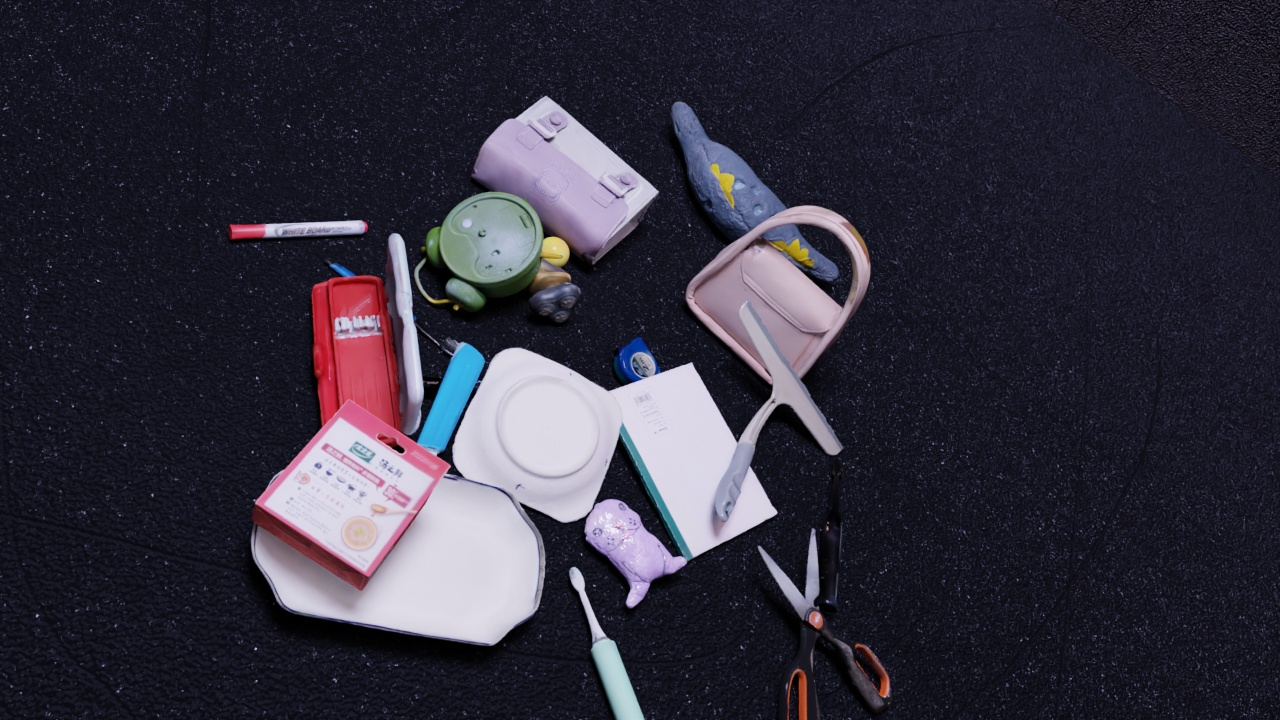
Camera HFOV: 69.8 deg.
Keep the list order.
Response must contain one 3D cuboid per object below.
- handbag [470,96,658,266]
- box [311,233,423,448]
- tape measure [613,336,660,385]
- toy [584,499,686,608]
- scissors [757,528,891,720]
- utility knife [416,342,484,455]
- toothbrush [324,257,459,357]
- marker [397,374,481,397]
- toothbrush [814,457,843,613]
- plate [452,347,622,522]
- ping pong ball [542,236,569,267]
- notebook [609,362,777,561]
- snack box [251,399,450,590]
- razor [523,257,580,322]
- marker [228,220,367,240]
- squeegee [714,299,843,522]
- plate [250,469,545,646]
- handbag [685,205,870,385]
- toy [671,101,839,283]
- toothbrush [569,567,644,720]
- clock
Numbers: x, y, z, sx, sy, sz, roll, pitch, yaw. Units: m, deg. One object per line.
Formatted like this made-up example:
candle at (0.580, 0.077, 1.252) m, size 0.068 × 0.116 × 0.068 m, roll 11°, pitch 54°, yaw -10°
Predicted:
handbag at (-0.095, -0.228, 1.176) m, size 0.197 × 0.099 × 0.144 m, roll 39°, pitch 52°, yaw 1°
box at (-0.266, -0.019, 0.896) m, size 0.112 × 0.100 × 0.201 m, roll -9°, pitch 60°, yaw -12°
tape measure at (-0.006, 0.006, 1.099) m, size 0.054 × 0.025 × 0.058 m, roll -33°, pitch 89°, yaw -40°
toy at (-0.015, 0.193, 0.951) m, size 0.083 × 0.039 × 0.108 m, roll -35°, pitch 81°, yaw -33°
scissors at (0.191, 0.301, 0.981) m, size 0.221 × 0.022 × 0.229 m, roll 39°, pitch 55°, yaw -13°
utility knife at (-0.199, 0.061, 0.914) m, size 0.034 × 0.018 × 0.208 m, roll 27°, pitch 44°, yaw -12°
toothbrush at (-0.266, -0.058, 1.000) m, size 0.189 × 0.016 × 0.014 m, roll 36°, pitch 39°, yaw -2°
marker at (-0.200, 0.030, 0.971) m, size 0.131 × 0.022 × 0.020 m, roll 6°, pitch 41°, yaw -29°
toothbrush at (0.230, 0.203, 1.100) m, size 0.027 × 0.026 × 0.212 m, roll 55°, pitch 36°, yaw -34°
plate at (-0.101, 0.072, 0.968) m, size 0.164 × 0.034 × 0.163 m, roll 26°, pitch 61°, yaw -11°
ping pong ball at (-0.108, -0.132, 1.130) m, size 0.040 × 0.040 × 0.040 m, roll 16°, pitch 51°, yaw -21°
notebook at (0.056, 0.110, 1.057) m, size 0.150 × 0.012 × 0.209 m, roll -18°, pitch 74°, yaw -39°
snack box at (-0.252, 0.116, 0.806) m, size 0.113 × 0.044 × 0.126 m, roll 34°, pitch 52°, yaw -2°
razor at (-0.142, -0.114, 1.092) m, size 0.167 × 0.062 × 0.067 m, roll 45°, pitch 48°, yaw 14°
marker at (-0.370, -0.142, 0.998) m, size 0.145 × 0.017 × 0.017 m, roll -8°, pitch 63°, yaw -35°
squeegee at (0.131, 0.099, 1.078) m, size 0.246 × 0.039 × 0.245 m, roll 54°, pitch 46°, yaw -21°
plate at (-0.218, 0.176, 0.845) m, size 0.265 × 0.034 × 0.161 m, roll 15°, pitch 51°, yaw -21°
handbag at (0.185, -0.094, 1.143) m, size 0.193 × 0.235 × 0.093 m, roll 41°, pitch 48°, yaw 1°
toy at (0.145, -0.236, 1.324) m, size 0.356 × 0.092 × 0.137 m, roll 50°, pitch 35°, yaw 7°
toothbrush at (-0.026, 0.302, 0.874) m, size 0.026 × 0.027 × 0.224 m, roll -22°, pitch 67°, yaw -5°
clock at (-0.181, -0.120, 1.042) m, size 0.161 × 0.056 × 0.116 m, roll -28°, pitch 68°, yaw -8°
